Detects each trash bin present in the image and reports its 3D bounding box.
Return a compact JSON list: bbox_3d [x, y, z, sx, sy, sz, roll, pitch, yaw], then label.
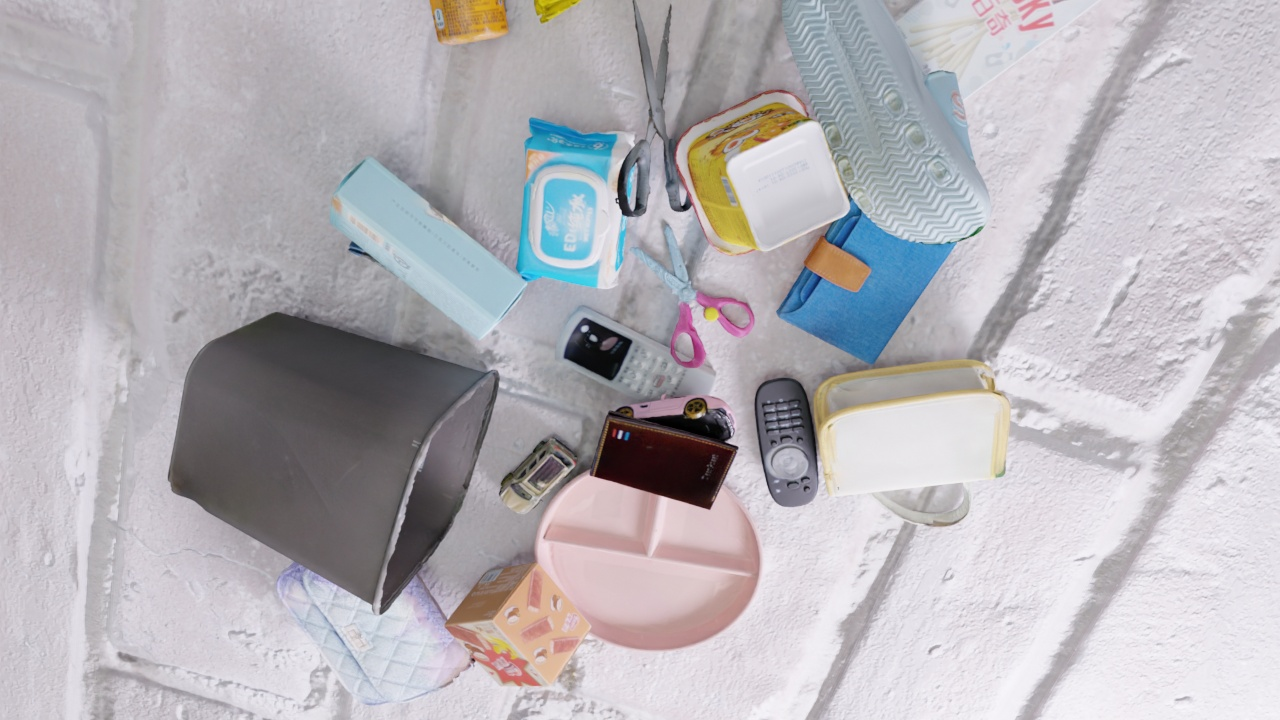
[{"bbox_3d":[-0.272,0.075,0.826,0.220,0.198,0.199,22,111,4],"label":"trash bin"}]

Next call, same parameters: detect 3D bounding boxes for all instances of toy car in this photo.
[{"bbox_3d":[-0.103,0.116,0.901,0.042,0.035,0.091,42,112,-10],"label":"toy car"},{"bbox_3d":[0.028,0.057,0.840,0.123,0.037,0.056,-8,131,23],"label":"toy car"}]

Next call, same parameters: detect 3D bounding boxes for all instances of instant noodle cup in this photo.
[{"bbox_3d":[0.100,-0.142,0.717,0.116,0.123,0.116,-25,107,1],"label":"instant noodle cup"}]

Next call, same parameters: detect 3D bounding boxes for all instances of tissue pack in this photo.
[{"bbox_3d":[-0.056,-0.130,0.780,0.090,0.063,0.140,9,113,3],"label":"tissue pack"}]

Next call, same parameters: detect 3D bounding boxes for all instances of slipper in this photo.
[{"bbox_3d":[0.193,-0.202,0.714,0.104,0.074,0.245,-24,95,59],"label":"slipper"}]

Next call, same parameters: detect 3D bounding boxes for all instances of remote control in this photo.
[{"bbox_3d":[0.138,0.076,0.865,0.053,0.024,0.136,-8,112,7],"label":"remote control"},{"bbox_3d":[-0.005,0.005,0.852,0.150,0.021,0.058,25,112,-6],"label":"remote control"}]

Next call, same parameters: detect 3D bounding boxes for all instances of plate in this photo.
[{"bbox_3d":[0.008,0.195,0.925,0.229,0.028,0.230,2,112,4],"label":"plate"}]

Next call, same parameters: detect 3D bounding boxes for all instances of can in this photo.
[{"bbox_3d":[-0.144,-0.324,0.713,0.058,0.058,0.146,-6,111,8],"label":"can"}]

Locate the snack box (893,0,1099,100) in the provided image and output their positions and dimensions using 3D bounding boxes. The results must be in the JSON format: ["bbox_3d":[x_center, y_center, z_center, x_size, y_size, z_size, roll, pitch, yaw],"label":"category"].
[{"bbox_3d":[0.278,-0.275,0.708,0.157,0.026,0.084,-36,104,18],"label":"snack box"}]

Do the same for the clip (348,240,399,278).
[{"bbox_3d":[-0.236,-0.095,0.835,0.056,0.024,0.029,20,117,-9],"label":"clip"}]

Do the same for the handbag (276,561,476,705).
[{"bbox_3d":[-0.277,0.268,0.957,0.134,0.075,0.194,-25,108,14],"label":"handbag"}]

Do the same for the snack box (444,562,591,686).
[{"bbox_3d":[-0.123,0.267,0.922,0.093,0.076,0.094,-22,111,46],"label":"snack box"}]

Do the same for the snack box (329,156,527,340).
[{"bbox_3d":[-0.185,-0.094,0.795,0.175,0.074,0.051,39,71,-10],"label":"snack box"}]

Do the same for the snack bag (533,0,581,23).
[{"bbox_3d":[-0.047,-0.393,0.671,0.158,0.068,0.247,-14,111,11],"label":"snack bag"}]

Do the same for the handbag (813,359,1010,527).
[{"bbox_3d":[0.248,0.086,0.848,0.163,0.063,0.179,-8,126,9],"label":"handbag"}]

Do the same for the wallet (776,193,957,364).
[{"bbox_3d":[0.194,-0.072,0.794,0.106,0.040,0.133,27,111,-10],"label":"wallet"}]

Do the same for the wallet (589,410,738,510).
[{"bbox_3d":[0.020,0.092,0.840,0.122,0.020,0.097,15,138,-2],"label":"wallet"}]

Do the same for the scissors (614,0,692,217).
[{"bbox_3d":[0.012,-0.194,0.746,0.014,0.159,0.173,8,150,40],"label":"scissors"}]

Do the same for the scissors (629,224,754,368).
[{"bbox_3d":[0.035,-0.052,0.823,0.136,0.017,0.105,38,97,-11],"label":"scissors"}]
